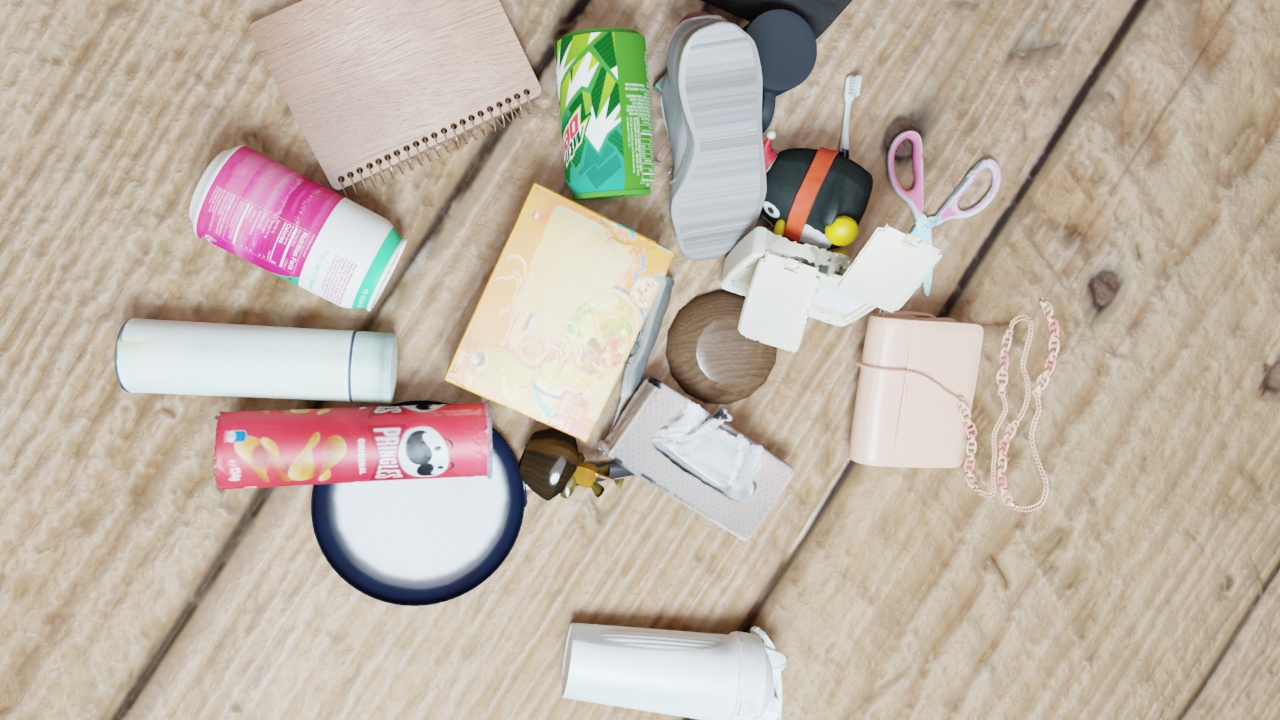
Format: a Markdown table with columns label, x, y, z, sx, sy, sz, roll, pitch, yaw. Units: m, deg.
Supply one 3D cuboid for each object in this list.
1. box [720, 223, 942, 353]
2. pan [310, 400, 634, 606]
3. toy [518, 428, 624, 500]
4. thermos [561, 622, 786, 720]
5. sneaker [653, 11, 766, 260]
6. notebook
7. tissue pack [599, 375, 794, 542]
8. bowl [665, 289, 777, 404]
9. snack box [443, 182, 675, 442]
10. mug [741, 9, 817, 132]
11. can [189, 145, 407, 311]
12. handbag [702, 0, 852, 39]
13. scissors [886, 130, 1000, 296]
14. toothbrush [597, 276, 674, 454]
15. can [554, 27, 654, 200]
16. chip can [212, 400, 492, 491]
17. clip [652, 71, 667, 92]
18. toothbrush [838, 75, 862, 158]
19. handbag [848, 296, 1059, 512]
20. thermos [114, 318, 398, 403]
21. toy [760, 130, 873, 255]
| label | x | y | z | sx | sy | sz | roll | pitch | yaw |
| --- | --- | --- | --- | --- | --- | --- | --- | --- | --- |
| box | 0.162 | -0.059 | 0.828 | 0.143 | 0.195 | 0.101 | 15 | 71 | -10 |
| pan | -0.135 | 0.126 | 0.899 | 0.356 | 0.021 | 0.199 | -8 | 97 | -13 |
| toy | -0.065 | 0.103 | 0.874 | 0.100 | 0.063 | 0.076 | 20 | 53 | -1 |
| thermos | 0.034 | 0.310 | 0.920 | 0.220 | 0.099 | 0.099 | 10 | 95 | -8 |
| sneaker | 0.061 | -0.209 | 0.849 | 0.099 | 0.089 | 0.237 | -5 | 131 | -6 |
| notebook | -0.215 | -0.265 | 0.833 | 0.210 | 0.022 | 0.169 | -27 | 100 | -6 |
| tissue pack | 0.063 | 0.095 | 0.899 | 0.181 | 0.071 | 0.104 | 35 | 92 | -17 |
| bowl | 0.085 | -0.011 | 0.915 | 0.117 | 0.030 | 0.118 | -1 | 98 | -10 |
| snack box | -0.076 | -0.044 | 0.856 | 0.145 | 0.080 | 0.195 | 25 | 92 | -11 |
| mug | 0.116 | -0.267 | 0.863 | 0.071 | 0.077 | 0.105 | 6 | 96 | -11 |
| can | -0.297 | -0.113 | 0.803 | 0.166 | 0.088 | 0.088 | 27 | 92 | -13 |
| handbag | 0.113 | -0.359 | 0.789 | 0.175 | 0.196 | 0.072 | 18 | 94 | -12 |
| scissors | 0.310 | -0.152 | 0.947 | 0.158 | 0.014 | 0.172 | -8 | 98 | -9 |
| toothbrush | -0.005 | 0.005 | 0.904 | 0.024 | 0.022 | 0.185 | 18 | 93 | -26 |
| can | -0.032 | -0.222 | 0.839 | 0.083 | 0.083 | 0.144 | -6 | 98 | -10 |
| chip can | -0.251 | 0.075 | 0.818 | 0.232 | 0.073 | 0.073 | -1 | 98 | -13 |
| clip | 0.046 | -0.282 | 0.877 | 0.047 | 0.023 | 0.076 | 35 | 92 | -14 |
| toothbrush | 0.204 | -0.191 | 0.920 | 0.012 | 0.017 | 0.187 | 2 | 97 | -19 |
| handbag | 0.290 | 0.030 | 0.878 | 0.116 | 0.187 | 0.199 | 2 | 102 | -18 |
| thermos | -0.337 | 0.001 | 0.823 | 0.230 | 0.068 | 0.068 | 4 | 97 | -11 |
| toy | 0.159 | -0.158 | 0.881 | 0.119 | 0.097 | 0.099 | 24 | 76 | 10 |
